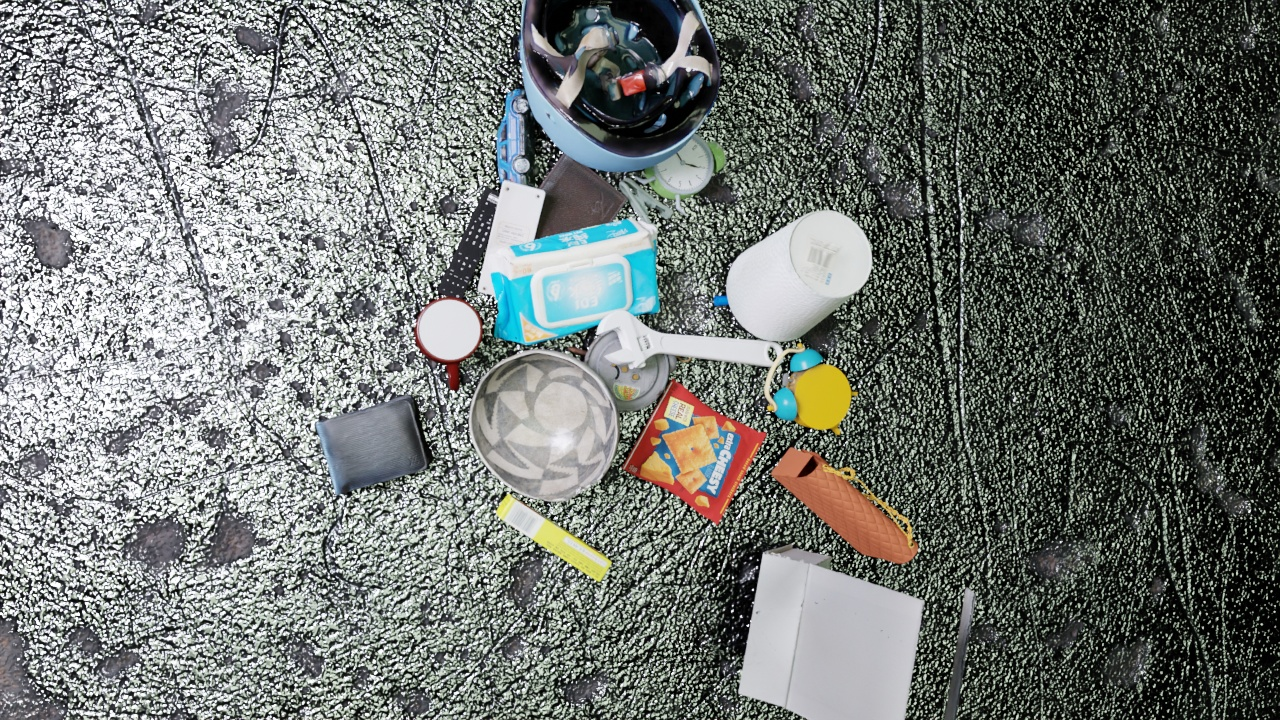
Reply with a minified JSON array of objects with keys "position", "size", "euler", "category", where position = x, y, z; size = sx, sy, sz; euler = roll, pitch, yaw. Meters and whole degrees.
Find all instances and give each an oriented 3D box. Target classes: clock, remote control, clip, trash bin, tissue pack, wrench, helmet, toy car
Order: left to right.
[{"position":[-0.200,-0.139,1.096],"size":[0.030,0.009,0.140],"euler":[25,83,-13],"category":"remote control"},{"position":[-0.153,-0.141,1.086],"size":[0.050,0.011,0.136],"euler":[12,106,-14],"category":"remote control"},{"position":[-0.146,-0.260,1.089],"size":[0.043,0.056,0.120],"euler":[2,94,9],"category":"toy car"},{"position":[-0.077,-0.092,1.083],"size":[0.209,0.066,0.117],"euler":[-13,122,-13],"category":"tissue pack"},{"position":[-0.037,-0.339,1.059],"size":[0.225,0.167,0.265],"euler":[-9,83,-17],"category":"helmet"},{"position":[-0.007,0.007,1.121],"size":[0.147,0.056,0.104],"euler":[-14,93,-12],"category":"clock"},{"position":[0.002,-0.197,1.144],"size":[0.076,0.023,0.057],"euler":[46,77,-12],"category":"clip"},{"position":[0.052,-0.250,1.146],"size":[0.094,0.042,0.119],"euler":[36,81,-12],"category":"clock"},{"position":[0.068,-0.017,1.124],"size":[0.272,0.018,0.066],"euler":[5,77,-31],"category":"wrench"},{"position":[0.194,-0.104,1.109],"size":[0.133,0.162,0.133],"euler":[3,78,-14],"category":"trash bin"},{"position":[0.220,0.040,1.188],"size":[0.129,0.044,0.099],"euler":[29,82,-20],"category":"clock"}]

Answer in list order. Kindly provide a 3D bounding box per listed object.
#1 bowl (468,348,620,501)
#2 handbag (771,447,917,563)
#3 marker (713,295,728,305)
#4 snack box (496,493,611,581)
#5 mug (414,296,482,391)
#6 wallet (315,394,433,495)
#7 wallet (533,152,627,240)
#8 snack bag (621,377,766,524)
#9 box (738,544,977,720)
[{"position":[-0.104,0.066,1.074],"size":[0.178,0.081,0.178],"euler":[3,105,10],"category":"bowl"},{"position":[0.264,0.179,1.162],"size":[0.172,0.109,0.060],"euler":[41,80,-11],"category":"handbag"},{"position":[0.163,-0.080,1.189],"size":[0.141,0.013,0.013],"euler":[-3,90,-15],"category":"marker"},{"position":[-0.104,0.213,1.102],"size":[0.148,0.040,0.029],"euler":[35,82,-11],"category":"snack box"},{"position":[-0.219,-0.017,1.052],"size":[0.073,0.083,0.105],"euler":[-7,91,-15],"category":"mug"},{"position":[-0.306,0.097,1.058],"size":[0.115,0.026,0.089],"euler":[-17,95,-14],"category":"wallet"},{"position":[-0.086,-0.179,1.117],"size":[0.099,0.031,0.120],"euler":[37,80,-15],"category":"wallet"},{"position":[0.068,0.114,1.148],"size":[0.144,0.039,0.130],"euler":[31,82,-12],"category":"snack bag"},{"position":[0.219,0.314,1.026],"size":[0.160,0.339,0.167],"euler":[11,87,-25],"category":"box"}]
